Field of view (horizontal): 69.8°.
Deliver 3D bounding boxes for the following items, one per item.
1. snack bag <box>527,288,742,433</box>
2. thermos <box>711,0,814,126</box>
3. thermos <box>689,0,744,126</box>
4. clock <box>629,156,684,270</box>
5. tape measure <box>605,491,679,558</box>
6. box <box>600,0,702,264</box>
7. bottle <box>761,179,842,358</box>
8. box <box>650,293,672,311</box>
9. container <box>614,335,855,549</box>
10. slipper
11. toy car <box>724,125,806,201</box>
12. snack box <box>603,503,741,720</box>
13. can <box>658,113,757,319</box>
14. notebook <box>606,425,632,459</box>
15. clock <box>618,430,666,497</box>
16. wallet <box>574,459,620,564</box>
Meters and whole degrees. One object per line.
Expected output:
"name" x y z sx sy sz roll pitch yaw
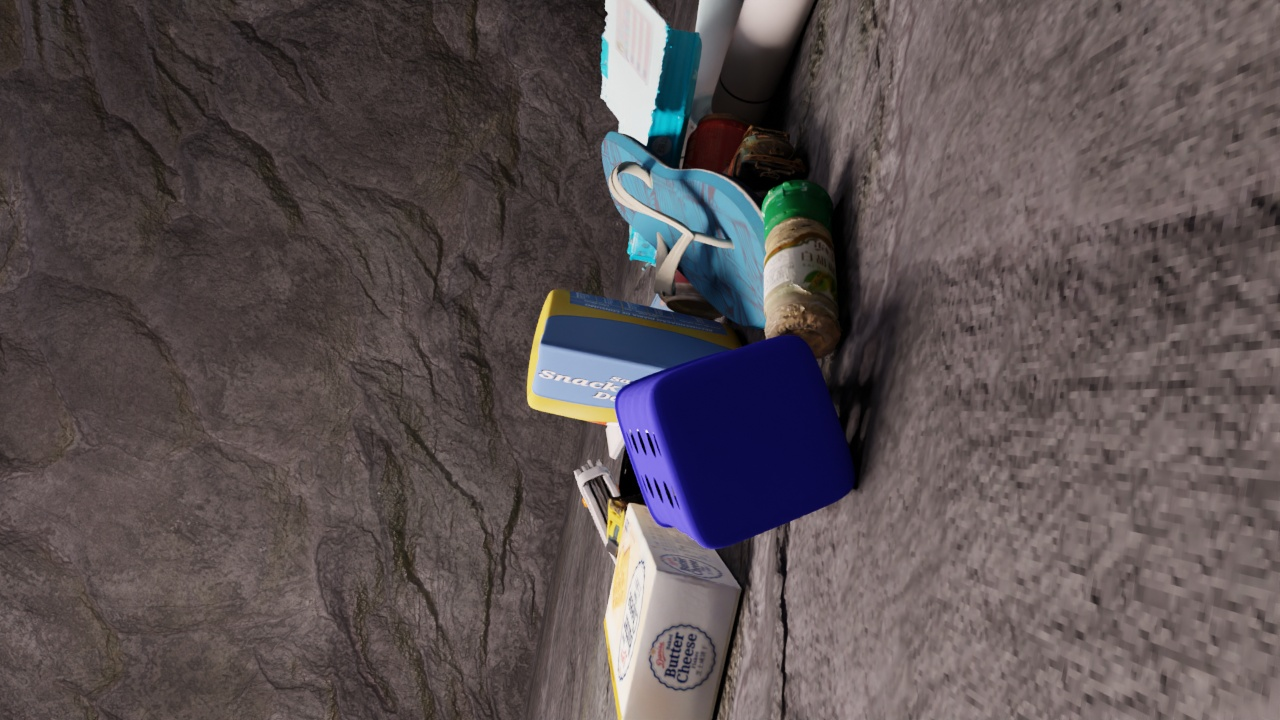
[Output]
"snack bag" -0.004 0.004 0.705 0.205 0.159 0.102 179 102 -83
"thermos" 0.107 -0.277 0.739 0.225 0.052 0.052 111 170 -56
"thermos" 0.089 -0.339 0.951 0.065 0.078 0.206 116 163 -67
"clock" 0.040 -0.153 0.974 0.053 0.090 0.124 -139 59 -62
"tape measure" 0.003 0.146 0.793 0.038 0.067 0.063 29 119 52
"box" 0.009 -0.217 0.835 0.227 0.071 0.181 101 158 -65
"bottle" 0.087 -0.051 0.506 0.043 0.043 0.110 109 171 -49
"box" 0.039 -0.081 0.897 0.209 0.034 0.127 -64 10 11
"container" 0.042 0.038 0.457 0.114 0.085 0.084 154 96 -81
"slipper" 0.018 -0.097 0.684 0.295 0.060 0.118 47 159 54
"toy car" 0.088 -0.142 0.668 0.112 0.047 0.047 143 138 -80
"snack box" 0.015 0.177 0.654 0.208 0.057 0.104 -154 76 -85
"can" 0.061 -0.123 0.789 0.067 0.067 0.170 124 157 -76
"notebook" 0.018 -0.003 0.968 0.210 0.009 0.142 -62 7 5
"clock" 0.005 0.115 0.959 0.091 0.042 0.120 138 144 -80
"wallet" -0.032 0.160 0.941 0.115 0.037 0.118 -136 24 -70
